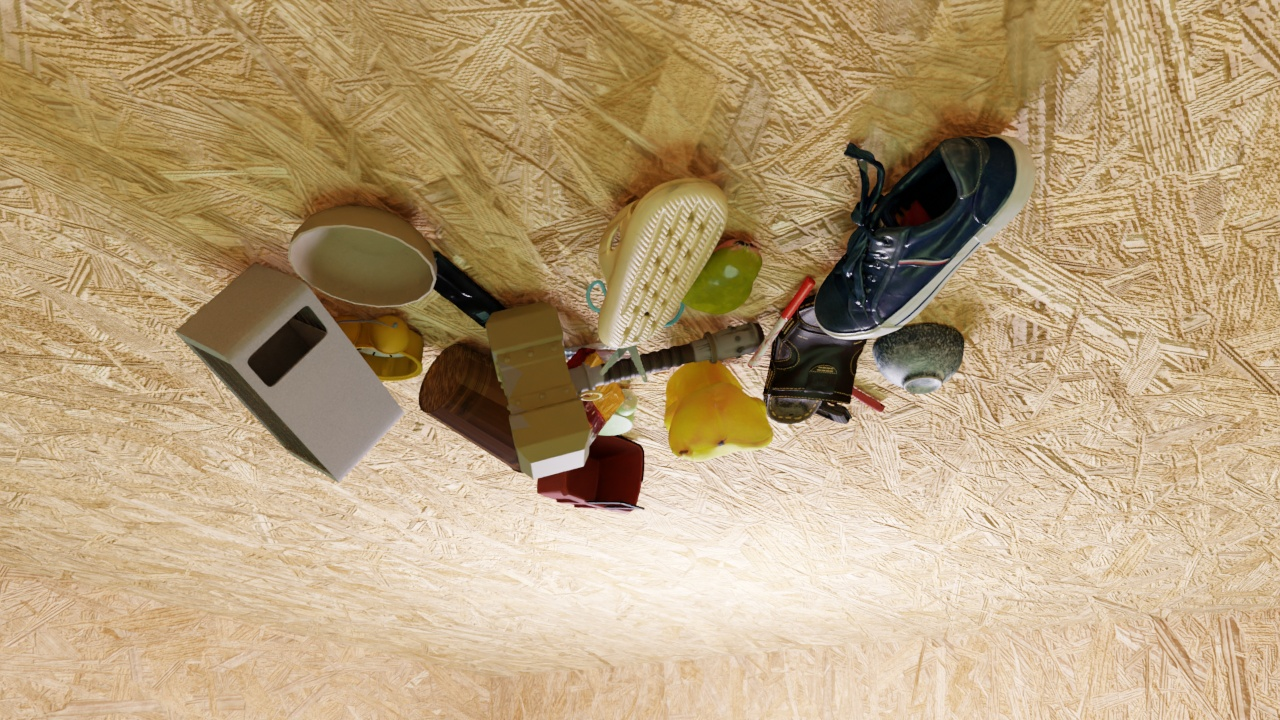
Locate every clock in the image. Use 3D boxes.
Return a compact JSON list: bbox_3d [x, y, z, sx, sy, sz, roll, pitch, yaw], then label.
[{"bbox_3d":[-0.050,0.072,1.329,0.094,0.042,0.119,-1,151,3],"label":"clock"},{"bbox_3d":[-0.338,-0.018,1.173,0.113,0.052,0.152,0,156,3],"label":"clock"}]

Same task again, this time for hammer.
[{"bbox_3d":[-0.007,0.006,1.109,0.324,0.190,0.101,-14,161,-9],"label":"hammer"}]

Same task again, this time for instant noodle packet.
[{"bbox_3d":[-0.074,0.051,1.209,0.040,0.098,0.135,29,161,37],"label":"instant noodle packet"}]

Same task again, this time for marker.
[{"bbox_3d":[0.164,-0.041,1.082,0.012,0.012,0.143,14,129,-22],"label":"marker"}]

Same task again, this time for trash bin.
[{"bbox_3d":[-0.402,0.017,1.072,0.115,0.114,0.229,18,147,37],"label":"trash bin"}]

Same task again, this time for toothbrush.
[{"bbox_3d":[0.284,0.034,1.265,0.017,0.016,0.189,-28,140,36],"label":"toothbrush"}]

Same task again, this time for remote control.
[{"bbox_3d":[-0.211,-0.077,1.080,0.047,0.022,0.150,-13,149,25],"label":"remote control"}]

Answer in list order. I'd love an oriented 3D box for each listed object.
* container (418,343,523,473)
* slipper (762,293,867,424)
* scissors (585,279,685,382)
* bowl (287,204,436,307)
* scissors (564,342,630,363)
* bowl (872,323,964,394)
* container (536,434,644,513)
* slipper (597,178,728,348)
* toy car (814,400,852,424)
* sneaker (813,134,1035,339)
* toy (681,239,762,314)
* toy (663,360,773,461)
[{"bbox_3d":[-0.200,0.059,1.237,0.132,0.132,0.167,-23,137,38],"label":"container"},{"bbox_3d":[0.215,0.012,1.145,0.113,0.075,0.268,6,143,-6],"label":"slipper"},{"bbox_3d":[-0.015,-0.046,1.061,0.133,0.135,0.015,41,164,-1],"label":"scissors"},{"bbox_3d":[-0.291,-0.118,0.978,0.152,0.050,0.152,2,151,1],"label":"bowl"},{"bbox_3d":[-0.088,-0.017,1.199,0.178,0.016,0.103,20,148,-24],"label":"scissors"},{"bbox_3d":[0.355,0.007,1.164,0.114,0.060,0.114,2,153,1],"label":"bowl"},{"bbox_3d":[-0.060,0.174,1.432,0.148,0.126,0.201,21,156,-31],"label":"container"},{"bbox_3d":[0.009,-0.110,0.947,0.111,0.079,0.262,-12,150,-24],"label":"slipper"},{"bbox_3d":[0.246,0.062,1.270,0.092,0.037,0.040,24,167,34],"label":"toy car"},{"bbox_3d":[0.233,-0.117,0.896,0.127,0.120,0.295,0,152,-25],"label":"sneaker"},{"bbox_3d":[0.092,-0.091,1.006,0.090,0.051,0.110,14,147,-26],"label":"toy"},{"bbox_3d":[0.095,0.058,1.164,0.134,0.193,0.087,-8,109,0],"label":"toy"}]
